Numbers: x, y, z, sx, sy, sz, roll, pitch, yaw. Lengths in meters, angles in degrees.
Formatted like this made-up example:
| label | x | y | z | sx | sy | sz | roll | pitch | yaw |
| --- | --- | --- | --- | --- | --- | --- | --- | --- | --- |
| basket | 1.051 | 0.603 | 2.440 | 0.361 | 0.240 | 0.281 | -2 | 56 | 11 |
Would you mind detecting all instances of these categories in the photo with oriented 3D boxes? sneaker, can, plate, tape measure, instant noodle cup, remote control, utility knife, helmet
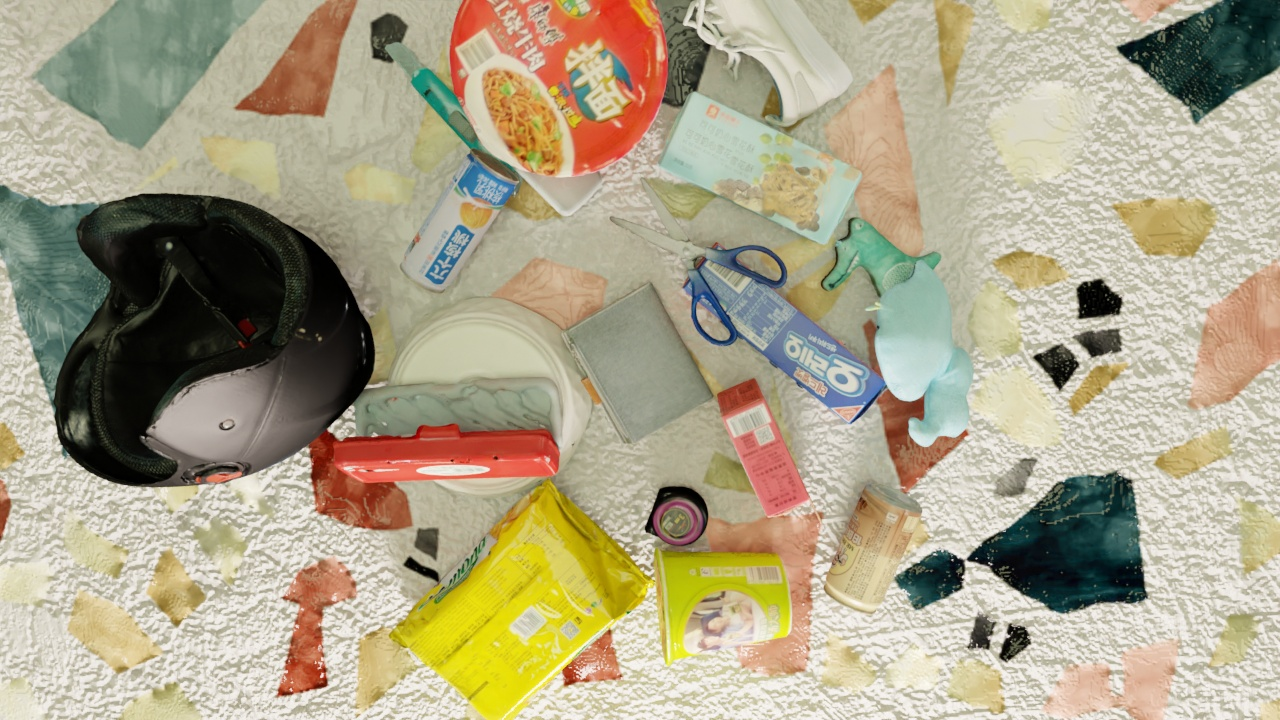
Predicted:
| label | x | y | z | sx | sy | sz | roll | pitch | yaw |
| --- | --- | --- | --- | --- | --- | --- | --- | --- | --- |
| sneaker | 0.083 | -0.316 | 0.816 | 0.091 | 0.089 | 0.242 | -37 | 101 | 13 |
| can | -0.173 | -0.130 | 0.869 | 0.053 | 0.053 | 0.135 | 36 | 106 | -2 |
| can | 0.225 | 0.182 | 0.890 | 0.058 | 0.058 | 0.116 | 21 | 99 | 1 |
| plate | -0.154 | 0.041 | 0.904 | 0.205 | 0.045 | 0.205 | 1 | 98 | 4 |
| tape measure | 0.038 | 0.154 | 0.910 | 0.058 | 0.039 | 0.057 | 18 | 100 | 6 |
| instant noodle cup | 0.080 | 0.233 | 0.890 | 0.123 | 0.111 | 0.112 | -4 | 98 | -4 |
| instant noodle cup | -0.068 | -0.263 | 0.811 | 0.194 | 0.065 | 0.194 | 3 | 108 | 7 |
| remote control | -0.099 | -0.200 | 0.871 | 0.136 | 0.020 | 0.056 | 44 | 82 | -3 |
| utility knife | -0.177 | -0.233 | 0.879 | 0.029 | 0.013 | 0.187 | -42 | 93 | 9 |
| helmet | -0.378 | -0.006 | 0.822 | 0.275 | 0.230 | 0.233 | -37 | 64 | 11 |

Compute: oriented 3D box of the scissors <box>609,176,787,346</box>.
| label | x | y | z | sx | sy | sz | roll | pitch | yaw |
| --- | --- | --- | --- | --- | --- | --- | --- | --- | --- |
| scissors | 0.051 | -0.086 | 0.829 | 0.162 | 0.012 | 0.163 | 2 | 96 | 7 |

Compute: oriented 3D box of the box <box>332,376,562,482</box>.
| label | x | y | z | sx | sy | sz | roll | pitch | yaw |
| --- | --- | --- | --- | --- | --- | --- | --- | --- | --- |
| box | -0.175 | 0.060 | 0.856 | 0.201 | 0.095 | 0.098 | -3 | 69 | 6 |

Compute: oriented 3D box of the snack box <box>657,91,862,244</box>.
| label | x | y | z | sx | sy | sz | roll | pitch | yaw |
| --- | --- | --- | --- | --- | --- | --- | --- | --- | --- |
| snack box | 0.109 | -0.176 | 0.847 | 0.175 | 0.051 | 0.074 | 25 | 100 | 0 |

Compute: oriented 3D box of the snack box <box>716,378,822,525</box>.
| label | x | y | z | sx | sy | sz | roll | pitch | yaw |
| --- | --- | --- | --- | --- | --- | --- | --- | --- | --- |
| snack box | 0.117 | 0.089 | 0.856 | 0.044 | 0.113 | 0.127 | -25 | 96 | 6 |

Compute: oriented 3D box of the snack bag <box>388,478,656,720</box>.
| label | x | y | z | sx | sy | sz | roll | pitch | yaw |
| --- | --- | --- | --- | --- | --- | --- | --- | --- | --- |
| snack bag | -0.118 | 0.249 | 0.913 | 0.158 | 0.068 | 0.247 | 44 | 103 | -2 |

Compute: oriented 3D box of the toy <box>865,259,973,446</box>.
| label | x | y | z | sx | sy | sz | roll | pitch | yaw |
| --- | --- | --- | --- | --- | --- | --- | --- | --- | --- |
| toy | 0.258 | -0.006 | 0.839 | 0.156 | 0.050 | 0.161 | 19 | 81 | -36 |

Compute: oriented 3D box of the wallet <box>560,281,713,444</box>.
| label | x | y | z | sx | sy | sz | roll | pitch | yaw |
| --- | --- | --- | --- | --- | --- | --- | --- | --- | --- |
| wallet | -0.005 | 0.005 | 0.892 | 0.106 | 0.037 | 0.130 | -30 | 97 | -3 |

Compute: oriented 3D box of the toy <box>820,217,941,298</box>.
| label | x | y | z | sx | sy | sz | roll | pitch | yaw |
| --- | --- | --- | --- | --- | --- | --- | --- | --- | --- |
| toy | 0.220 | -0.090 | 0.864 | 0.092 | 0.030 | 0.096 | 43 | 97 | 1 |

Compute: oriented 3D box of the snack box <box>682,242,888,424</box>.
| label | x | y | z | sx | sy | sz | roll | pitch | yaw |
| --- | --- | --- | --- | --- | --- | --- | --- | --- | --- |
| snack box | 0.135 | -0.026 | 0.865 | 0.207 | 0.058 | 0.057 | 39 | 99 | -2 |
